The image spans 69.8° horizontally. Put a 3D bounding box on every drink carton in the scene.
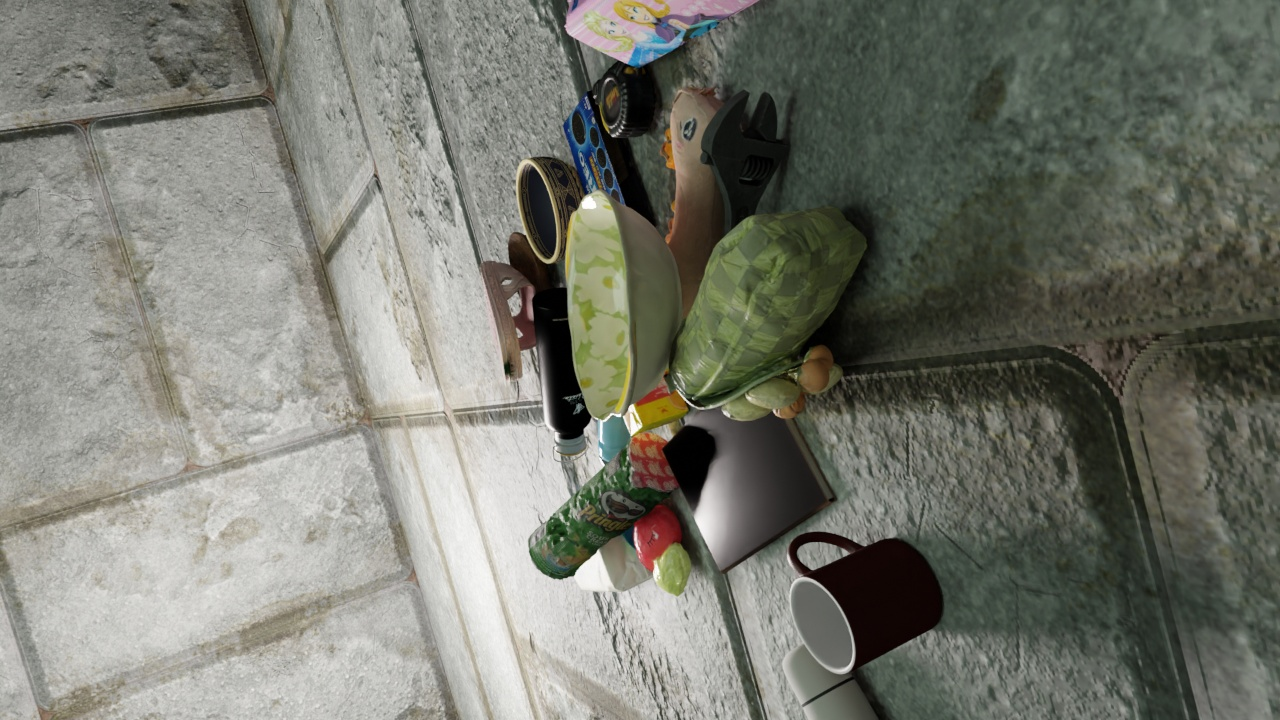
[{"bbox_3d":[-0.006,0.005,0.941,0.134,0.058,0.043,67,156,12],"label":"drink carton"}]

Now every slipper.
[{"bbox_3d":[-0.155,-0.057,1.131,0.239,0.064,0.094,-115,18,-58],"label":"slipper"}]

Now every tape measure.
[{"bbox_3d":[-0.010,-0.235,0.829,0.067,0.038,0.062,-26,74,62],"label":"tape measure"}]

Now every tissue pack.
[{"bbox_3d":[-0.050,0.233,1.166,0.117,0.066,0.210,69,155,7],"label":"tissue pack"}]

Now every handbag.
[{"bbox_3d":[0.097,-0.022,0.658,0.117,0.113,0.187,55,149,21],"label":"handbag"}]

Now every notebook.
[{"bbox_3d":[0.090,0.103,0.847,0.141,0.008,0.210,64,149,18],"label":"notebook"}]

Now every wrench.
[{"bbox_3d":[0.074,-0.079,0.719,0.018,0.073,0.274,48,148,43],"label":"wrench"}]

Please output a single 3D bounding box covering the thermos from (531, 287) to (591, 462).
[{"bbox_3d":[-0.093,0.028,1.128,0.061,0.061,0.232,39,138,50],"label":"thermos"}]

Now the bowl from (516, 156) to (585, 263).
[{"bbox_3d":[-0.084,-0.166,0.988,0.112,0.061,0.113,46,145,46],"label":"bowl"}]

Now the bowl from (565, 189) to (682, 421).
[{"bbox_3d":[-0.011,-0.045,0.759,0.219,0.060,0.189,-112,25,-47],"label":"bowl"}]

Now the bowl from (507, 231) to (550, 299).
[{"bbox_3d":[-0.135,-0.111,1.169,0.102,0.026,0.114,0,106,64],"label":"bowl"}]

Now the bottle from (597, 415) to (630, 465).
[{"bbox_3d":[-0.029,0.074,1.052,0.040,0.040,0.130,46,144,44],"label":"bottle"}]

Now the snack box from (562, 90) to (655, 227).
[{"bbox_3d":[-0.033,-0.184,0.915,0.082,0.027,0.150,-27,81,65],"label":"snack box"}]

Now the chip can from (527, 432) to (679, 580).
[{"bbox_3d":[-0.044,0.167,1.013,0.224,0.075,0.075,-46,62,38],"label":"chip can"}]

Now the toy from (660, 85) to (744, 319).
[{"bbox_3d":[0.029,-0.105,0.799,0.196,0.065,0.265,29,129,51],"label":"toy"}]

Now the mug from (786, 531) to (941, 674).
[{"bbox_3d":[0.157,0.168,0.684,0.105,0.082,0.073,53,149,36],"label":"mug"}]

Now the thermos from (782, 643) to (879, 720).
[{"bbox_3d":[0.191,0.338,0.756,0.224,0.052,0.052,61,152,24],"label":"thermos"}]

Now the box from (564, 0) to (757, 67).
[{"bbox_3d":[0.028,-0.305,0.685,0.231,0.085,0.096,3,76,64],"label":"box"}]

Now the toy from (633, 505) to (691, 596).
[{"bbox_3d":[0.017,0.199,1.030,0.135,0.045,0.092,59,148,30],"label":"toy"}]
